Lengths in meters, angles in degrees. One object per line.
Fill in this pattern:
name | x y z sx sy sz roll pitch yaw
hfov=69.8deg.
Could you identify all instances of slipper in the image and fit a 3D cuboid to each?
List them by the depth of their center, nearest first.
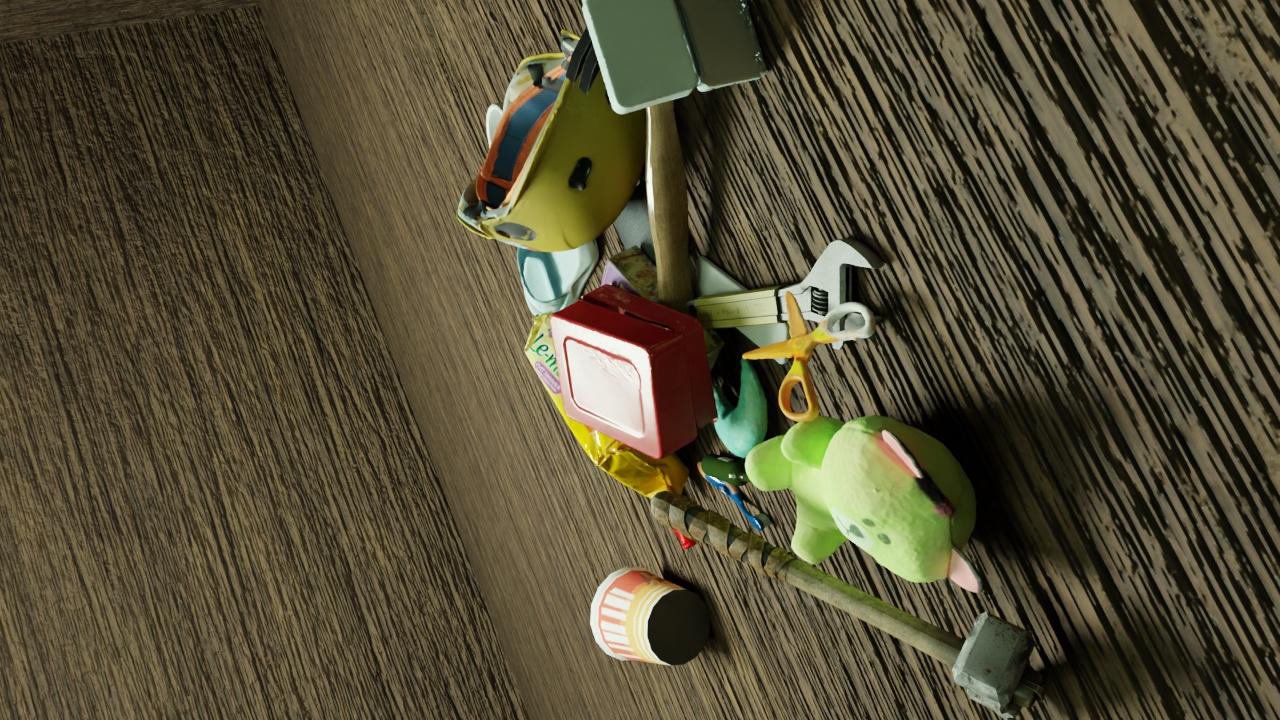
slipper | -0.120 -0.124 1.190 0.104 0.074 0.246 68 156 9

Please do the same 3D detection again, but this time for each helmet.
helmet | -0.063 -0.196 0.892 0.240 0.139 0.209 10 77 64

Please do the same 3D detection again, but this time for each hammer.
hammer | 0.139 0.170 0.685 0.319 0.048 0.121 21 161 35
hammer | 0.017 -0.167 0.806 0.040 0.132 0.306 51 156 44

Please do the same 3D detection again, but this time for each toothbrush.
toothbrush | 0.098 0.143 0.984 0.135 0.017 0.021 41 140 54

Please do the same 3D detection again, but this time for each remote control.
remote control | 0.093 -0.049 0.849 0.146 0.008 0.045 45 146 46

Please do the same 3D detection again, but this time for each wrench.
wrench | 0.110 -0.050 0.777 0.274 0.018 0.083 1 103 63

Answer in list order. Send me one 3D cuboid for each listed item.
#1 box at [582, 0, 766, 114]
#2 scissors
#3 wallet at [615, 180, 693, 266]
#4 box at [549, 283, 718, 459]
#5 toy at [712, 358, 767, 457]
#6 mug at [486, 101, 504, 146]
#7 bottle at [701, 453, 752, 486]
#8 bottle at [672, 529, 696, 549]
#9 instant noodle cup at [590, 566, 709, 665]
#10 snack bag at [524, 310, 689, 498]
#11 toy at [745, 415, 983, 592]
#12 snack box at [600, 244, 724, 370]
box | 0.012 -0.293 0.677 0.041 0.134 0.197 -175 68 -75
scissors | 0.126 -0.013 0.686 0.128 0.011 0.125 -37 40 30
wallet | 0.009 -0.133 0.952 0.089 0.026 0.115 68 157 4
box | -0.009 0.009 0.904 0.158 0.092 0.129 23 131 47
toy | 0.098 0.051 0.890 0.105 0.033 0.085 125 134 -64
mug | -0.124 -0.254 1.075 0.091 0.090 0.121 68 157 7
bottle | 0.097 0.116 0.949 0.106 0.025 0.025 8 115 65
bottle | 0.035 0.173 1.119 0.119 0.036 0.036 64 156 16
instant noodle cup | 0.018 0.338 1.196 0.121 0.123 0.123 -10 98 60
snack bag | -0.044 0.058 1.079 0.247 0.068 0.159 54 -175 36
toy | 0.171 0.095 0.672 0.150 0.107 0.197 56 152 -15
snack box | 0.011 -0.024 0.977 0.148 0.040 0.144 50 152 17
